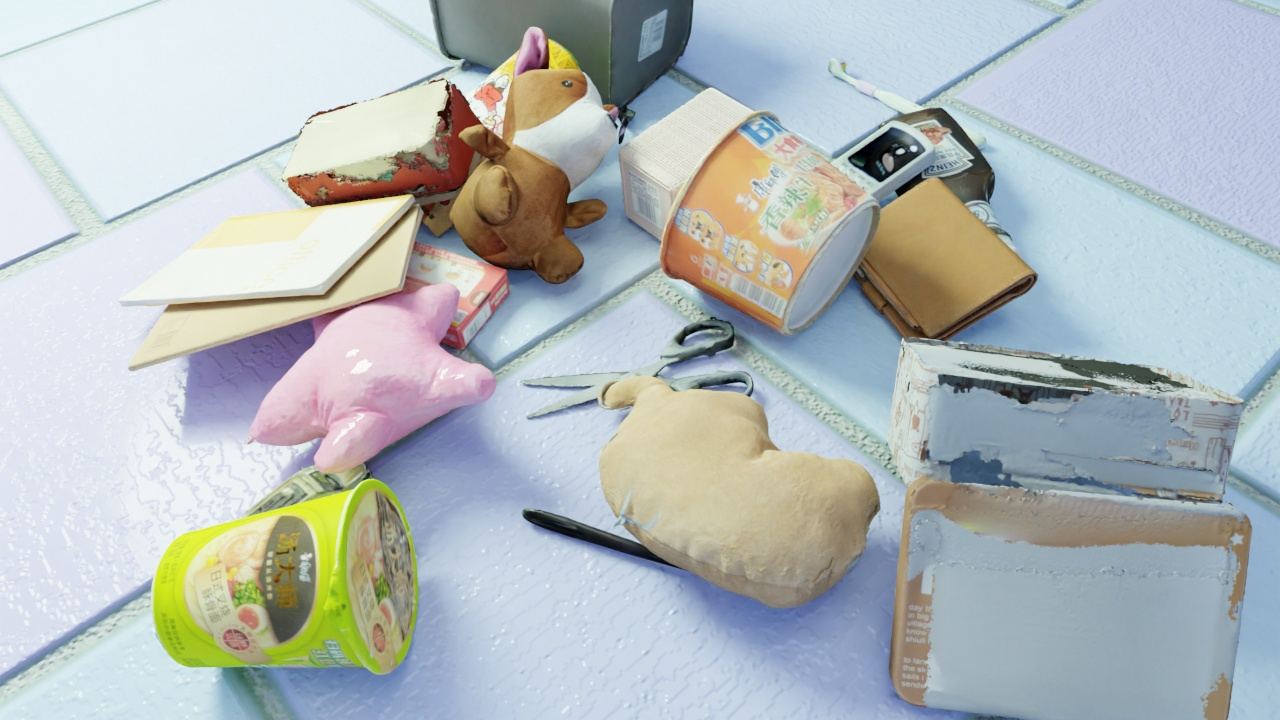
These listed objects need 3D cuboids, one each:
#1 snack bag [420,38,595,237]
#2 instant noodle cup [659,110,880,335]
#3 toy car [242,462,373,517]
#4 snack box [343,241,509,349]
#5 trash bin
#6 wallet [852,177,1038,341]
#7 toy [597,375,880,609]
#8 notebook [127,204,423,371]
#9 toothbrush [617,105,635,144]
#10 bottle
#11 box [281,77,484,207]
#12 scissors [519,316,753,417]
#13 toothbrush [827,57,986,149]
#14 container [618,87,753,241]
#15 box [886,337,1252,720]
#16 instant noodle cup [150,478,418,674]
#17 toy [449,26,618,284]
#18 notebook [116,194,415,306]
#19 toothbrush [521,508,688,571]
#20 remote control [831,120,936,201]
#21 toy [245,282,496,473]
[{"bbox_3d":[-0.149,-0.215,0.862,0.207,0.073,0.128,-42,58,-12],"label":"snack bag"},{"bbox_3d":[0.104,-0.097,0.704,0.111,0.152,0.151,37,59,21],"label":"instant noodle cup"},{"bbox_3d":[-0.222,0.094,0.617,0.042,0.035,0.090,33,55,26],"label":"toy car"},{"bbox_3d":[-0.192,-0.063,0.762,0.153,0.025,0.075,18,51,18],"label":"snack box"},{"bbox_3d":[-0.074,-0.386,0.946,0.220,0.199,0.198,30,58,17],"label":"trash bin"},{"bbox_3d":[0.229,-0.077,0.729,0.108,0.031,0.131,-33,50,6],"label":"wallet"},{"bbox_3d":[0.038,0.068,0.587,0.226,0.083,0.143,32,38,31],"label":"toy"},{"bbox_3d":[-0.279,-0.061,0.720,0.211,0.012,0.149,-16,32,4],"label":"notebook"},{"bbox_3d":[-0.014,-0.218,0.852,0.016,0.014,0.188,23,21,-9],"label":"toothbrush"},{"bbox_3d":[0.271,-0.146,0.800,0.080,0.044,0.194,-15,50,0],"label":"bottle"},{"bbox_3d":[-0.228,-0.184,0.797,0.169,0.077,0.091,-6,57,24],"label":"box"},{"bbox_3d":[0.003,0.014,0.692,0.165,0.014,0.162,28,56,26],"label":"scissors"},{"bbox_3d":[0.264,-0.257,0.916,0.189,0.029,0.020,41,103,31],"label":"toothbrush"},{"bbox_3d":[0.047,-0.162,0.797,0.110,0.090,0.090,-35,55,-22],"label":"container"},{"bbox_3d":[0.246,0.093,0.569,0.181,0.205,0.158,4,6,7],"label":"box"},{"bbox_3d":[-0.209,0.134,0.540,0.123,0.112,0.111,-9,48,5],"label":"instant noodle cup"},{"bbox_3d":[-0.079,-0.172,0.772,0.131,0.140,0.199,-5,53,33],"label":"toy"},{"bbox_3d":[-0.303,-0.090,0.752,0.207,0.010,0.145,-1,36,23],"label":"notebook"},{"bbox_3d":[0.006,0.122,0.593,0.181,0.016,0.018,14,44,14],"label":"toothbrush"},{"bbox_3d":[0.183,-0.154,0.799,0.150,0.021,0.058,-36,52,-4],"label":"remote control"},{"bbox_3d":[-0.201,0.009,0.657,0.178,0.075,0.194,-26,39,-8],"label":"toy"}]
